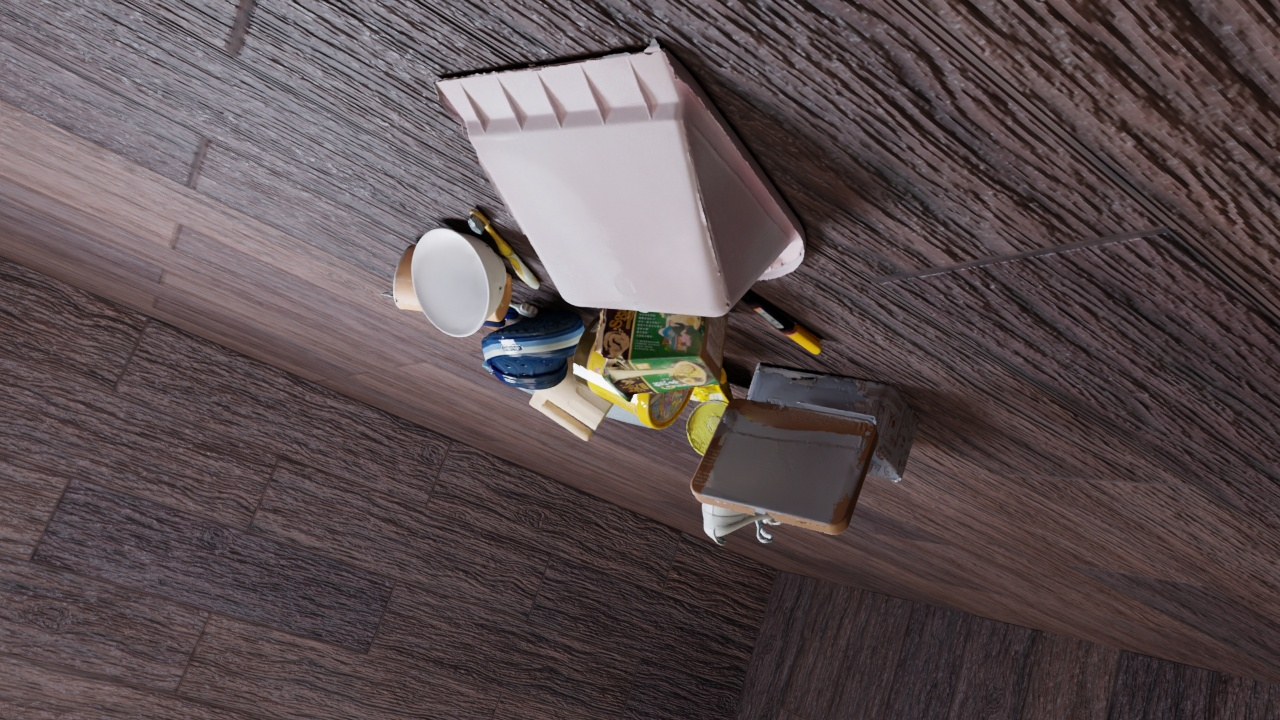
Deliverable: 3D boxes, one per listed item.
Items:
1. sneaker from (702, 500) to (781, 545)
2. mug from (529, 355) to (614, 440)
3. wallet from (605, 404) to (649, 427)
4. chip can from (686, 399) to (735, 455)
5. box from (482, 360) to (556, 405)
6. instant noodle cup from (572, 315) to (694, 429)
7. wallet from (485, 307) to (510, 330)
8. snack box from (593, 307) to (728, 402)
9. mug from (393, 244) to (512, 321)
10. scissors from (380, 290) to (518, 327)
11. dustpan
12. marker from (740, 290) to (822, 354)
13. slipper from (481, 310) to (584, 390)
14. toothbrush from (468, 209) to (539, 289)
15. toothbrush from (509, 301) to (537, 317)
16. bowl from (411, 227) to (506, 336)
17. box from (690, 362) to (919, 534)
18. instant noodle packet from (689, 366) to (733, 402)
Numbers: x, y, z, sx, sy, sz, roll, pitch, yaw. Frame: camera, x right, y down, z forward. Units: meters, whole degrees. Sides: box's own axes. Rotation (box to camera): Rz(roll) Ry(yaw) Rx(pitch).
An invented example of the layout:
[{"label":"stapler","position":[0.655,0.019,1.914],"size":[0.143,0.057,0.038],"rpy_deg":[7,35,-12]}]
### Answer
[{"label":"sneaker","position":[0.180,0.171,1.139],"size":[0.241,0.091,0.089],"rpy_deg":[-8,-163,-30]},{"label":"mug","position":[-0.092,0.050,1.298],"size":[0.103,0.084,0.125],"rpy_deg":[34,129,2]},{"label":"wallet","position":[-0.033,0.065,1.477],"size":[0.130,0.036,0.107],"rpy_deg":[15,155,12]},{"label":"chip can","position":[0.135,0.095,1.197],"size":[0.073,0.072,0.221],"rpy_deg":[12,179,27]},{"label":"box","position":[-0.171,0.015,1.392],"size":[0.090,0.059,0.184],"rpy_deg":[22,174,17]},{"label":"instant noodle cup","position":[-0.006,0.006,1.066],"size":[0.114,0.118,0.118],"rpy_deg":[20,168,27]},{"label":"wallet","position":[-0.241,-0.079,1.221],"size":[0.131,0.031,0.108],"rpy_deg":[22,168,-16]},{"label":"snack box","position":[0.028,-0.025,0.919],"size":[0.106,0.118,0.117],"rpy_deg":[3,161,20]},{"label":"mug","position":[-0.217,-0.087,1.078],"size":[0.123,0.078,0.078],"rpy_deg":[12,165,7]},{"label":"scissors","position":[-0.232,-0.069,1.144],"size":[0.171,0.012,0.140],"rpy_deg":[24,-159,38]},{"label":"dustpan","position":[0.005,-0.138,0.707],"size":[0.223,0.138,0.274],"rpy_deg":[10,136,37]},{"label":"marker","position":[0.136,-0.040,0.896],"size":[0.123,0.015,0.018],"rpy_deg":[31,161,-32]},{"label":"slipper","position":[-0.144,-0.005,1.181],"size":[0.105,0.095,0.253],"rpy_deg":[-22,-174,-23]},{"label":"toothbrush","position":[-0.144,-0.112,0.982],"size":[0.016,0.018,0.191],"rpy_deg":[17,166,18]},{"label":"toothbrush","position":[-0.213,-0.094,1.157],"size":[0.180,0.016,0.016],"rpy_deg":[23,158,-15]},{"label":"bowl","position":[-0.185,-0.090,1.000],"size":[0.118,0.118,0.064],"rpy_deg":[10,-160,35]},{"label":"box","position":[0.197,0.112,1.046],"size":[0.180,0.226,0.156],"rpy_deg":[9,147,32]},{"label":"instant noodle packet","position":[0.064,0.023,1.169],"size":[0.111,0.044,0.128],"rpy_deg":[13,167,17]}]
